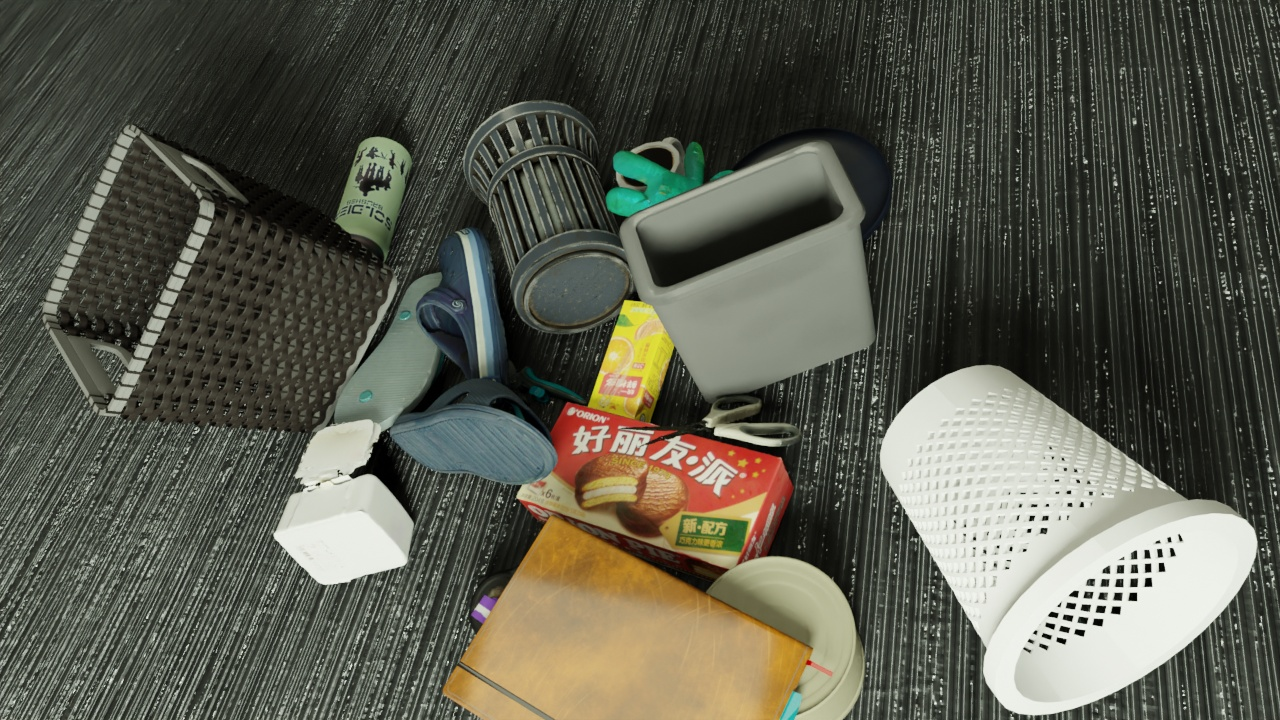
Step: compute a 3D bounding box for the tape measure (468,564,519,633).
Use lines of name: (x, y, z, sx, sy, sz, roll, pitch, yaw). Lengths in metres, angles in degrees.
tape measure: (-0.122, 0.228, 0.850, 0.071, 0.042, 0.072, -14, 55, 9)

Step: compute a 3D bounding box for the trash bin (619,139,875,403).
trash bin: (0.109, -0.068, 0.839, 0.192, 0.220, 0.097, -21, 60, 7)

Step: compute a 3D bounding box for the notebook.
notebook: (-0.009, 0.244, 0.684, 0.249, 0.014, 0.178, 23, 66, 22)

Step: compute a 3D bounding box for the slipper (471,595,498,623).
slipper: (-0.006, 0.245, 0.748, 0.267, 0.107, 0.084, 25, 70, 27)

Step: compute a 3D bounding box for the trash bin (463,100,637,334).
trash bin: (-0.097, -0.156, 1.037, 0.164, 0.164, 0.227, -24, 55, 5)

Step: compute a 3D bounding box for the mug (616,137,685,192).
mug: (0.027, -0.204, 1.059, 0.074, 0.089, 0.105, 10, 61, 28)

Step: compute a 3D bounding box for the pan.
pan: (0.125, -0.120, 1.005, 0.356, 0.021, 0.199, -47, 53, -9)

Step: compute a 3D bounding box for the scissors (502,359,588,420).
scissors: (-0.119, 0.042, 0.994, 0.157, 0.019, 0.124, -4, 54, 22)

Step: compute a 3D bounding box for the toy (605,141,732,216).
toy: (0.060, -0.169, 0.975, 0.193, 0.072, 0.130, 12, 90, -10)

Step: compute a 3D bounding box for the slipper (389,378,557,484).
slipper: (-0.161, 0.060, 0.907, 0.264, 0.101, 0.082, -7, 42, 51)

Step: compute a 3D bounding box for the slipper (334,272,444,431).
slipper: (-0.265, -0.002, 1.073, 0.098, 0.055, 0.268, -1, 46, 19)

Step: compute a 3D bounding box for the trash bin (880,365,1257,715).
trash bin: (0.288, 0.115, 0.679, 0.195, 0.195, 0.199, -30, 41, 1)

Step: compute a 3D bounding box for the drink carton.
drink carton: (-0.006, 0.006, 0.949, 0.059, 0.043, 0.134, 7, 66, 27)

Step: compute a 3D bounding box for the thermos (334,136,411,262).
thermos: (-0.368, -0.190, 1.223, 0.082, 0.082, 0.230, -8, 55, 17)

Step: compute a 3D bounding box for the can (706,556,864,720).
can: (0.111, 0.229, 0.730, 0.128, 0.073, 0.127, -11, 53, 15)

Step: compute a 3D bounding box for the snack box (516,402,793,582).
snack box: (0.012, 0.123, 0.855, 0.237, 0.060, 0.113, 13, 61, 29)

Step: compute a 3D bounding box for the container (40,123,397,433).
container: (-0.464, -0.076, 1.030, 0.247, 0.243, 0.246, 36, 101, 37)

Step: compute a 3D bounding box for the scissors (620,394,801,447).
scissors: (0.069, 0.059, 0.849, 0.158, 0.013, 0.161, 8, 22, 14)

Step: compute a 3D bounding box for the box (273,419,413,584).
box: (-0.302, 0.133, 0.943, 0.108, 0.128, 0.136, -17, 38, 11)

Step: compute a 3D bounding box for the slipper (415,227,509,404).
slipper: (-0.201, -0.055, 1.019, 0.095, 0.105, 0.252, -11, 48, -12)
